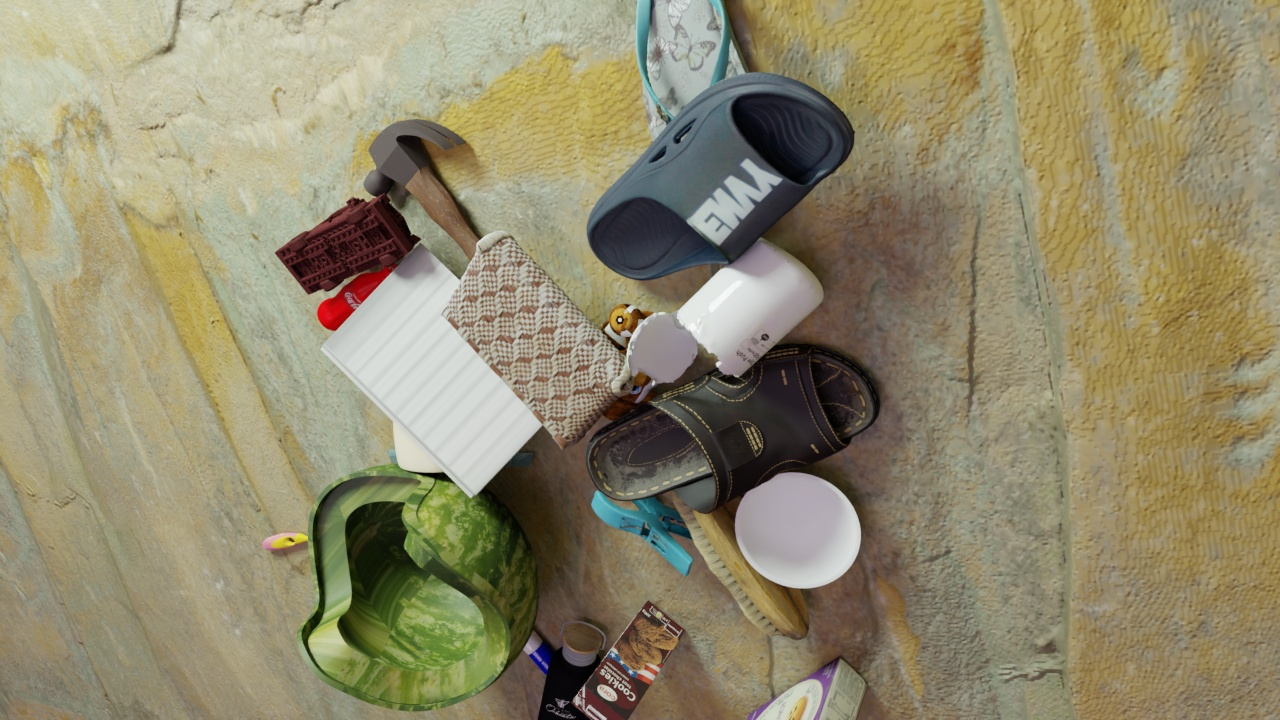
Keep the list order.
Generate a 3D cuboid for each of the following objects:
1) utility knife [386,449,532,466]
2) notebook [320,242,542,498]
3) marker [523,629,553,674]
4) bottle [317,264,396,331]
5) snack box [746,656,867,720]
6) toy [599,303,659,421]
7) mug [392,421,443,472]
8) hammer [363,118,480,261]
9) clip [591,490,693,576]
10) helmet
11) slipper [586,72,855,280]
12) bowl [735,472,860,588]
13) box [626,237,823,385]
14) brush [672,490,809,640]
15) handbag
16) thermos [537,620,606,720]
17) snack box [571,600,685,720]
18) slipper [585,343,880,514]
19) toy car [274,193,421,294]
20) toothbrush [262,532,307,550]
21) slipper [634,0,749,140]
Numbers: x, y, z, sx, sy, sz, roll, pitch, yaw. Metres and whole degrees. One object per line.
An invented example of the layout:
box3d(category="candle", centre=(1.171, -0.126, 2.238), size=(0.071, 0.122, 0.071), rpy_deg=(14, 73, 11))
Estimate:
box3d(category="utility knife", centre=(-0.201, 0.109, 1.014), size=(0.206, 0.015, 0.031), rpy_deg=(-5, 113, 28))
box3d(category="notebook", centre=(-0.188, 0.009, 0.888), size=(0.210, 0.009, 0.142), rpy_deg=(44, 91, 4))
box3d(category="marker", centre=(-0.146, 0.307, 1.065), size=(0.133, 0.023, 0.027), rpy_deg=(48, 145, 1))
box3d(category="bottle", centre=(-0.296, -0.069, 0.972), size=(0.119, 0.036, 0.036), rpy_deg=(-27, 97, 33))
box3d(category="snack box", centre=(0.139, 0.371, 0.871), size=(0.040, 0.143, 0.148), rpy_deg=(44, 123, 3))
box3d(category="toy", centre=(-0.005, 0.005, 0.837), size=(0.087, 0.067, 0.113), rpy_deg=(24, 108, 0))
box3d(category="mug", centre=(-0.193, 0.054, 0.936), size=(0.120, 0.096, 0.100), rpy_deg=(2, 101, 27))
box3d(category="hammer", centre=(-0.146, -0.093, 0.888), size=(0.116, 0.033, 0.323), rpy_deg=(-36, 93, 38))
box3d(category="clip", centre=(0.018, 0.151, 0.909), size=(0.127, 0.113, 0.028), rpy_deg=(24, 120, 9))
box3d(category="helmet", centre=(-0.220, 0.223, 0.942), size=(0.243, 0.247, 0.213), rpy_deg=(36, 96, -31))
box3d(category="slipper", centre=(0.039, -0.122, 0.711), size=(0.110, 0.083, 0.269), rpy_deg=(40, 141, -19))
box3d(category="bowl", centre=(0.144, 0.146, 0.830), size=(0.110, 0.040, 0.110), rpy_deg=(4, 105, 16))
box3d(category="box", centre=(0.065, -0.026, 0.751), size=(0.166, 0.083, 0.092), rpy_deg=(-44, 49, 5))
box3d(category="brush", centre=(0.093, 0.180, 0.863), size=(0.043, 0.059, 0.195), rpy_deg=(-35, 90, 43))
box3d(category="handbag", centre=(-0.092, -0.017, 0.828), size=(0.186, 0.046, 0.124), rpy_deg=(47, 135, 4))
box3d(category="thermos", centre=(-0.080, 0.382, 1.039), size=(0.061, 0.061, 0.232), rpy_deg=(22, 120, 18))
box3d(category="snack box", centre=(-0.009, 0.306, 0.921), size=(0.051, 0.140, 0.032), rpy_deg=(37, 123, 9))
box3d(category="slipper", centre=(0.072, 0.064, 0.791), size=(0.268, 0.075, 0.113), rpy_deg=(-19, 99, 16))
box3d(category="toy car", centre=(-0.288, -0.120, 0.919), size=(0.170, 0.061, 0.070), rpy_deg=(-14, 120, 37))
box3d(category="toothbrush", centre=(-0.451, 0.234, 1.198), size=(0.136, 0.016, 0.021), rpy_deg=(-14, 106, 34))
box3d(category="slipper", centre=(0.030, -0.246, 0.718), size=(0.098, 0.054, 0.269), rpy_deg=(-6, 107, 32))
